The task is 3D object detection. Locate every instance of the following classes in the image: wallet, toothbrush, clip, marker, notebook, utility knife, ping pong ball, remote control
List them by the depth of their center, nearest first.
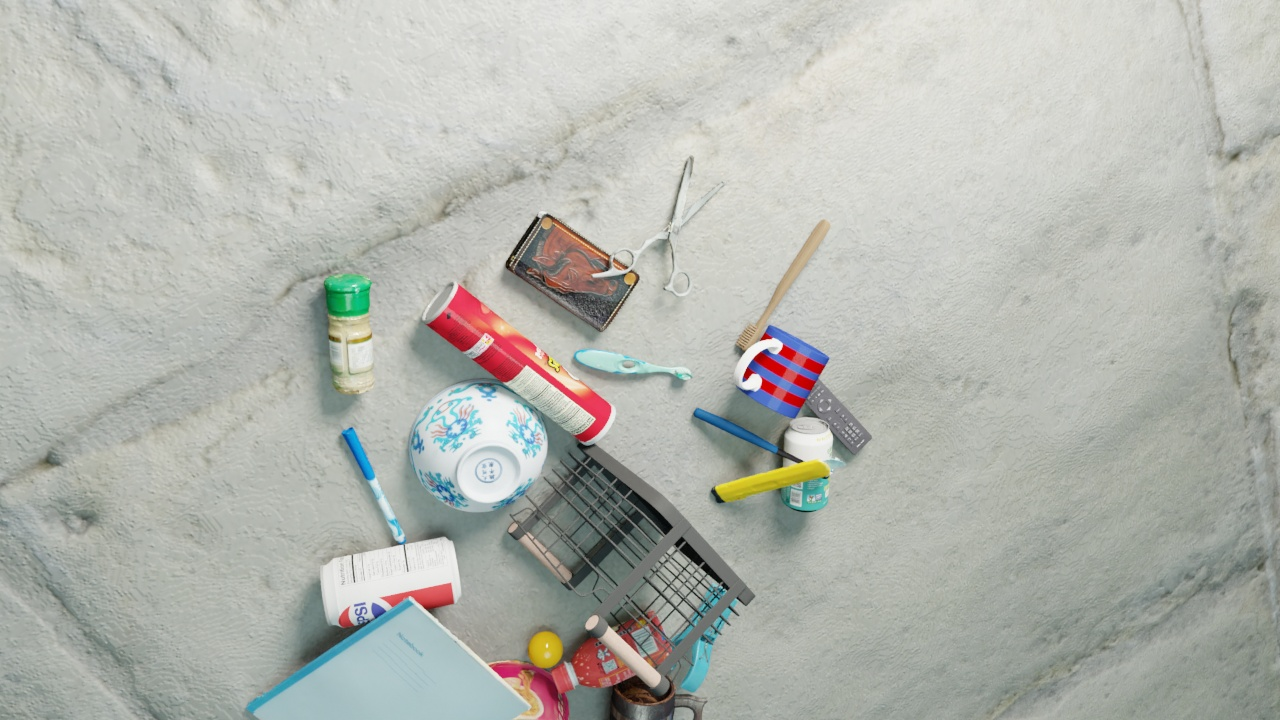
[{"bbox_3d":[-0.067,-0.089,0.919,0.123,0.019,0.072,33,92,-25],"label":"wallet"},{"bbox_3d":[-0.270,0.131,0.935,0.013,0.013,0.142,-22,115,-10],"label":"marker"},{"bbox_3d":[-0.266,0.362,0.960,0.254,0.009,0.181,-36,108,19],"label":"notebook"},{"bbox_3d":[-0.006,0.006,0.974,0.135,0.017,0.022,10,106,-21],"label":"toothbrush"},{"bbox_3d":[0.155,-0.081,0.997,0.016,0.016,0.167,29,99,-26],"label":"toothbrush"},{"bbox_3d":[0.136,0.091,1.019,0.168,0.014,0.014,26,138,-1],"label":"toothbrush"},{"bbox_3d":[0.152,0.134,1.027,0.165,0.017,0.030,-18,131,33],"label":"utility knife"},{"bbox_3d":[-0.108,0.329,1.045,0.040,0.040,0.040,-6,111,-16],"label":"ping pong ball"},{"bbox_3d":[0.219,0.057,1.069,0.032,0.015,0.136,-45,114,1],"label":"remote control"},{"bbox_3d":[0.061,0.331,1.111,0.031,0.121,0.129,29,67,-22],"label":"clip"}]

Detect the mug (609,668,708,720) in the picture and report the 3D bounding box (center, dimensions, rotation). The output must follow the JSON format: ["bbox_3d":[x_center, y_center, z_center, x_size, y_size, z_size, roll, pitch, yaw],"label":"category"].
[{"bbox_3d":[0.018,0.436,1.097,0.116,0.080,0.107,6,107,3],"label":"mug"}]

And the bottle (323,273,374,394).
[{"bbox_3d":[-0.272,-0.024,0.863,0.043,0.043,0.111,-4,111,-17],"label":"bottle"}]

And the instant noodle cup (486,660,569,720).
[{"bbox_3d":[-0.159,0.442,1.049,0.178,0.077,0.179,-6,111,-16],"label":"instant noodle cup"}]

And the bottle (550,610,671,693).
[{"bbox_3d":[-0.036,0.344,1.063,0.137,0.062,0.062,-20,114,-10],"label":"bottle"}]

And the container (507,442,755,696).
[{"bbox_3d":[-0.019,0.200,0.923,0.130,0.241,0.163,-45,117,-10],"label":"container"}]

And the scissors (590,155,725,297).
[{"bbox_3d":[0.020,-0.130,0.926,0.161,0.014,0.142,-12,107,-21],"label":"scissors"}]

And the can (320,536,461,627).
[{"bbox_3d":[-0.255,0.228,0.943,0.132,0.070,0.070,-9,111,-15],"label":"can"}]

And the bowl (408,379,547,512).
[{"bbox_3d":[-0.157,0.099,0.926,0.143,0.074,0.144,-6,111,-16],"label":"bowl"}]

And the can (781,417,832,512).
[{"bbox_3d":[0.192,0.121,1.061,0.055,0.055,0.102,-6,111,-16],"label":"can"}]

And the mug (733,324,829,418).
[{"bbox_3d":[0.142,0.008,0.983,0.111,0.075,0.076,18,104,-49],"label":"mug"}]

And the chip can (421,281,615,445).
[{"bbox_3d":[-0.118,0.006,0.918,0.214,0.052,0.052,40,93,-26],"label":"chip can"}]
